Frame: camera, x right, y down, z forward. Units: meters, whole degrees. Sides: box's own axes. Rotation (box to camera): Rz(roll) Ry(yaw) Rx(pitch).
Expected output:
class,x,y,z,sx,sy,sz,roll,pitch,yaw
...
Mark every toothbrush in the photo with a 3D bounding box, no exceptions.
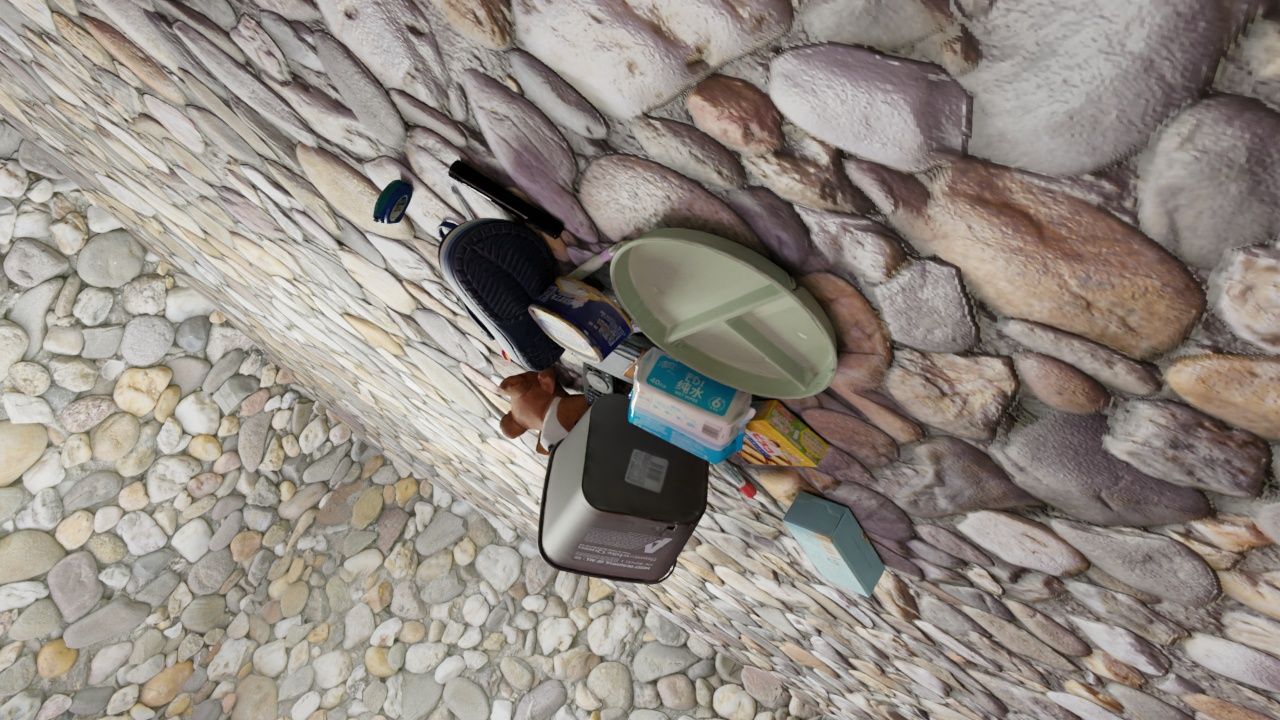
class,x,y,z,sx,sy,sz,roll,pitch,yaw
toothbrush,-0.079,-0.069,1.075,0.017,0.012,0.186,45,159,-11
toothbrush,-0.049,-0.096,0.952,0.190,0.029,0.020,165,94,-67

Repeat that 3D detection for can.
class,x,y,z,sx,sy,sz,roll,pitch,yaw
can,-0.066,-0.044,0.968,0.074,0.049,0.148,51,166,-29

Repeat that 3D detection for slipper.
class,x,y,z,sx,sy,sz,roll,pitch,yaw
slipper,-0.152,-0.081,1.037,0.095,0.105,0.253,29,162,30

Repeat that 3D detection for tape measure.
class,x,y,z,sx,sy,sz,roll,pitch,yaw
tape measure,-0.291,-0.186,1.077,0.025,0.054,0.058,31,-167,0

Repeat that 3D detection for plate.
class,x,y,z,sx,sy,sz,roll,pitch,yaw
plate,0.077,-0.041,0.844,0.230,0.027,0.231,26,155,13

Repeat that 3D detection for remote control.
class,x,y,z,sx,sy,sz,roll,pitch,yaw
remote control,-0.052,0.032,1.238,0.053,0.024,0.137,29,150,16

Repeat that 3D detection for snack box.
class,x,y,z,sx,sy,sz,roll,pitch,yaw
snack box,0.257,0.243,1.206,0.074,0.051,0.175,17,154,43
snack box,0.140,0.084,1.052,0.087,0.033,0.141,40,158,-18

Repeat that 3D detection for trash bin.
class,x,y,z,sx,sy,sz,roll,pitch,yaw
trash bin,-0.015,0.162,1.173,0.199,0.198,0.220,11,153,-10

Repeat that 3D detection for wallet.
class,x,y,z,sx,sy,sz,roll,pitch,yaw
wallet,-0.006,0.006,1.063,0.129,0.037,0.107,25,162,-16

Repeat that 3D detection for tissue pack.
class,x,y,z,sx,sy,sz,roll,pitch,yaw
tissue pack,0.052,0.048,0.992,0.140,0.063,0.090,25,145,10

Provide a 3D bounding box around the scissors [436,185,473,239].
class,x,y,z,sx,sy,sz,roll,pitch,yaw
scissors,-0.190,-0.143,1.079,0.162,0.012,0.176,17,152,39

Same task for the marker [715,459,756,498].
class,x,y,z,sx,sy,sz,roll,pitch,yaw
marker,0.112,0.142,1.255,0.145,0.017,0.017,45,158,-28

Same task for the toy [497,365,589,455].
class,x,y,z,sx,sy,sz,roll,pitch,yaw
toy,-0.119,0.085,1.356,0.200,0.130,0.140,20,132,18

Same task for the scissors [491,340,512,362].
class,x,y,z,sx,sy,sz,roll,pitch,yaw
scissors,-0.184,-0.031,1.298,0.138,0.017,0.077,-17,101,63

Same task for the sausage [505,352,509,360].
class,x,y,z,sx,sy,sz,roll,pitch,yaw
sausage,-0.171,-0.019,1.324,0.021,0.021,0.165,39,160,-12

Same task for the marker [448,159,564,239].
class,x,y,z,sx,sy,sz,roll,pitch,yaw
marker,-0.138,-0.163,0.933,0.132,0.022,0.020,32,124,6

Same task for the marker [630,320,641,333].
class,x,y,z,sx,sy,sz,roll,pitch,yaw
marker,-0.002,-0.039,1.013,0.017,0.016,0.146,41,160,-18
